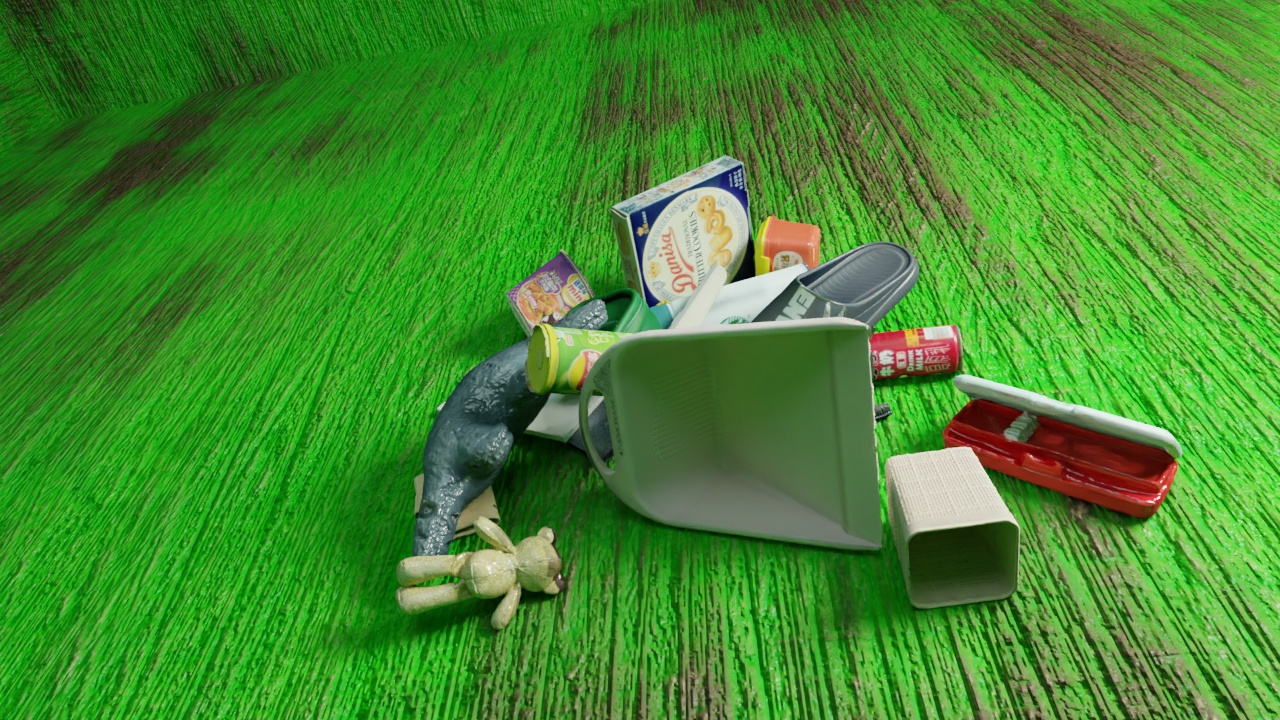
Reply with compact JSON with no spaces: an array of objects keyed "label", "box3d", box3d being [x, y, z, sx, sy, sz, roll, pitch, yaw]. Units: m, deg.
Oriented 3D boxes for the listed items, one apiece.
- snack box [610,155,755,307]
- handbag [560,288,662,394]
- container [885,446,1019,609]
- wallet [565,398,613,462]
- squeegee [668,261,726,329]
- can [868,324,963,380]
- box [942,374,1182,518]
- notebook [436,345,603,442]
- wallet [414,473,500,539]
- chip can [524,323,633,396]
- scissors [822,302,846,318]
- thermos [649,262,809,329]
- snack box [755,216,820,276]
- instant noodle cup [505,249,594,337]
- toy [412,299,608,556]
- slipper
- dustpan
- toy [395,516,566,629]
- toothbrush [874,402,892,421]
[{"label":"snack box","box3d":[0.062,-0.151,1.203,0.182,0.178,0.046,-28,40,-18]},{"label":"handbag","box3d":[-0.046,-0.020,1.076,0.132,0.068,0.119,-16,32,36]},{"label":"container","box3d":[0.264,0.139,0.796,0.090,0.090,0.110,-9,31,7]},{"label":"wallet","box3d":[-0.033,0.067,1.067,0.120,0.019,0.097,-36,38,-28]},{"label":"squeegee","box3d":[0.138,0.015,1.052,0.247,0.039,0.245,20,59,24]},{"label":"can","box3d":[0.288,-0.007,1.028,0.133,0.053,0.053,-6,35,11]},{"label":"box","box3d":[0.392,0.060,0.861,0.202,0.092,0.094,19,45,39]},{"label":"notebook","box3d":[-0.131,0.035,1.137,0.209,0.012,0.150,8,39,35]},{"label":"wallet","box3d":[-0.204,0.151,0.999,0.087,0.024,0.115,-14,35,-10]},{"label":"chip can","box3d":[-0.006,0.006,0.959,0.221,0.073,0.072,4,27,-24]},{"label":"scissors","box3d":[0.190,0.029,0.942,0.128,0.173,0.012,47,20,28]},{"label":"thermos","box3d":[0.109,-0.060,1.158,0.224,0.073,0.073,-16,34,-3]},{"label":"snack box","box3d":[0.197,-0.139,1.222,0.080,0.091,0.081,5,38,14]},{"label":"instant noodle cup","box3d":[-0.119,-0.077,1.232,0.099,0.112,0.111,-32,37,-11]},{"label":"toy","box3d":[-0.160,0.069,0.984,0.138,0.091,0.355,-1,48,44]},{"label":"slipper","box3d":[0.198,-0.065,1.015,0.267,0.083,0.111,-38,46,-16]},{"label":"dustpan","box3d":[0.075,0.074,0.851,0.138,0.223,0.274,-22,20,-34]},{"label":"toy","box3d":[-0.151,0.201,0.862,0.157,0.105,0.066,-8,-11,-12]},{"label":"toothbrush","box3d":[0.177,0.070,0.989,0.189,0.016,0.014,-11,33,5]}]
